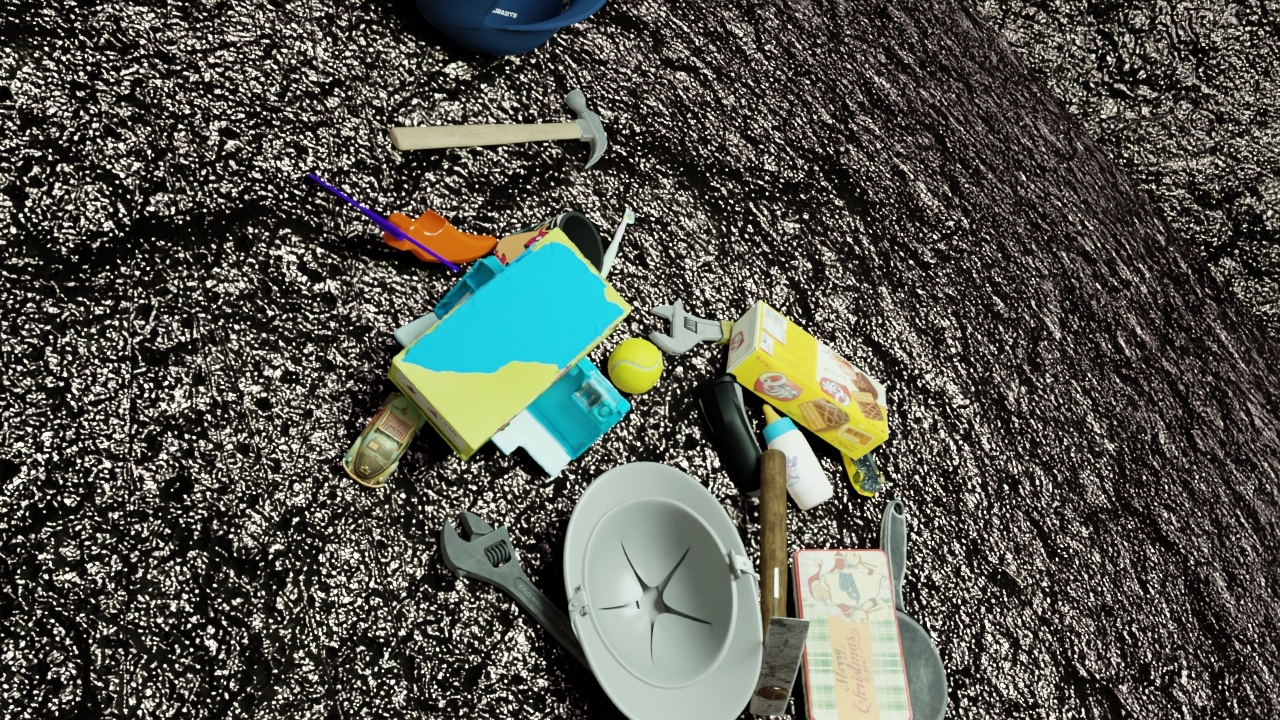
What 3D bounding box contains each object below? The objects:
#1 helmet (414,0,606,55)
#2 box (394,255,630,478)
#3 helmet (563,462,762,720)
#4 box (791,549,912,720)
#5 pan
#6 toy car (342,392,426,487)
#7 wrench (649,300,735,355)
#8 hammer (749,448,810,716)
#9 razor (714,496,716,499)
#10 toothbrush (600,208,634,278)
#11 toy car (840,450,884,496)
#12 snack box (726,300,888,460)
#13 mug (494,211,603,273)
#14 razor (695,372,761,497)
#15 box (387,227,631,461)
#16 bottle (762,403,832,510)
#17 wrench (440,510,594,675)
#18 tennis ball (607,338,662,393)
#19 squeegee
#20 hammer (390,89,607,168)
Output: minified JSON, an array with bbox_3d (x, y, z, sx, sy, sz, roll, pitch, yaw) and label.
[{"bbox_3d":[-0.171,-0.509,1.200,0.272,0.223,0.231,7,68,1],"label":"helmet"},{"bbox_3d":[-0.133,0.013,0.961,0.227,0.098,0.121,48,27,-1],"label":"box"},{"bbox_3d":[0.018,0.246,0.925,0.183,0.118,0.270,-11,63,-11],"label":"helmet"},{"bbox_3d":[0.239,0.318,1.053,0.118,0.049,0.205,-1,57,5],"label":"box"},{"bbox_3d":[0.321,0.320,1.161,0.187,0.055,0.355,32,51,-15],"label":"pan"},{"bbox_3d":[-0.241,0.070,0.887,0.047,0.047,0.111,38,42,-14],"label":"toy car"},{"bbox_3d":[0.123,-0.034,1.259,0.273,0.018,0.083,8,57,-34],"label":"wrench"},{"bbox_3d":[0.148,0.203,0.996,0.037,0.218,0.299,4,50,4],"label":"hammer"},{"bbox_3d":[0.085,0.221,1.058,0.042,0.022,0.143,22,50,-26],"label":"razor"},{"bbox_3d":[-0.034,-0.151,1.219,0.022,0.015,0.154,61,34,-35],"label":"toothbrush"},{"bbox_3d":[0.302,0.139,1.274,0.049,0.030,0.106,11,49,-30],"label":"toy car"},{"bbox_3d":[0.226,0.028,1.228,0.230,0.062,0.109,33,38,-16],"label":"snack box"},{"bbox_3d":[-0.099,-0.103,1.069,0.081,0.098,0.118,-40,111,-55],"label":"mug"},{"bbox_3d":[0.120,0.095,1.150,0.060,0.057,0.156,34,35,-62],"label":"razor"},{"bbox_3d":[-0.127,-0.018,0.914,0.124,0.081,0.220,46,67,-3],"label":"box"},{"bbox_3d":[0.195,0.120,1.189,0.051,0.051,0.146,-14,71,-42],"label":"bottle"},{"bbox_3d":[-0.092,0.251,0.904,0.273,0.018,0.072,46,43,-6],"label":"wrench"},{"bbox_3d":[-0.007,0.006,1.099,0.065,0.066,0.065,20,51,-27],"label":"tennis ball"},{"bbox_3d":[-0.229,-0.136,1.019,0.250,0.055,0.184,32,19,29],"label":"squeegee"},{"bbox_3d":[-0.174,-0.300,1.203,0.330,0.031,0.119,-15,72,-43],"label":"hammer"}]
